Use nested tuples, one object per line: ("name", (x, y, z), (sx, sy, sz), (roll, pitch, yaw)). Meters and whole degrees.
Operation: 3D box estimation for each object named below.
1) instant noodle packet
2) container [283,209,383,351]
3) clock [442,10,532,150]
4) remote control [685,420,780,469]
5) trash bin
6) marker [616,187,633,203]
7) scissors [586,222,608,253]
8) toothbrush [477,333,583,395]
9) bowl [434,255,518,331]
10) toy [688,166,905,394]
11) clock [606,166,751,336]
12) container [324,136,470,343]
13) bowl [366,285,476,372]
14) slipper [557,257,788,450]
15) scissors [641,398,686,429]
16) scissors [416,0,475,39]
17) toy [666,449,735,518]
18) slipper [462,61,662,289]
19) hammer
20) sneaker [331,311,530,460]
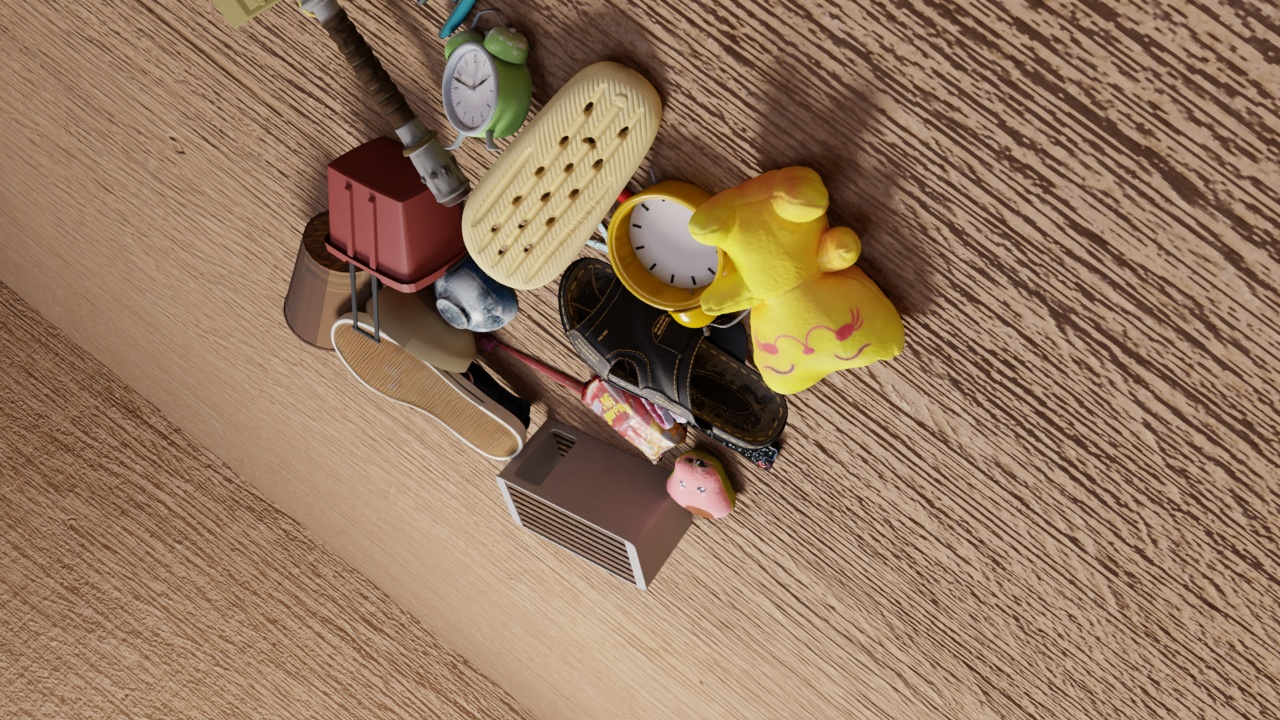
("instant noodle packet", (-0.009, 0.065, 1.104), (0.135, 0.039, 0.099), (42, 156, -5))
("container", (-0.402, -0.110, 1.222), (0.132, 0.131, 0.168), (39, 143, 2))
("clock", (-0.137, -0.247, 0.813), (0.094, 0.042, 0.119), (15, 108, 40))
("remote control", (0.087, 0.069, 1.025), (0.150, 0.022, 0.047), (30, 147, 12))
("trash bin", (-0.062, 0.191, 1.244), (0.229, 0.114, 0.115), (21, 144, 28))
("marker", (0.033, -0.115, 0.857), (0.142, 0.012, 0.013), (39, 149, 0))
("scissors", (-0.010, -0.094, 0.933), (0.135, 0.015, 0.134), (28, 146, 30))
("toothbrush", (-0.133, 0.011, 1.185), (0.190, 0.016, 0.016), (27, 146, 20))
("bowl", (-0.212, -0.075, 1.120), (0.114, 0.060, 0.115), (26, 145, 20))
("toy", (0.123, -0.065, 0.751), (0.135, 0.087, 0.194), (-22, 120, 23))
("clock", (0.039, -0.094, 0.823), (0.152, 0.051, 0.114), (43, 131, -3))
("container", (-0.280, -0.134, 1.053), (0.148, 0.126, 0.201), (28, 137, 20))
("bowl", (-0.271, -0.051, 1.175), (0.152, 0.050, 0.152), (36, -170, -8))
("slipper", (0.035, -0.009, 0.893), (0.268, 0.112, 0.076), (36, 161, -3))
("scissors", (-0.002, -0.002, 1.001), (0.179, 0.016, 0.103), (60, 159, -9))
("scissors", (-0.149, -0.319, 0.782), (0.127, 0.019, 0.142), (32, 142, 23))
("toy", (0.071, 0.147, 1.109), (0.090, 0.051, 0.110), (20, 142, 28))
("slipper", (-0.073, -0.173, 0.831), (0.111, 0.079, 0.262), (30, 132, -19))
("hammer", (-0.265, -0.288, 0.867), (0.191, 0.100, 0.325), (-2, 130, 48))
("sneaker", (-0.273, 0.013, 1.246), (0.294, 0.127, 0.121), (33, 128, -14))
